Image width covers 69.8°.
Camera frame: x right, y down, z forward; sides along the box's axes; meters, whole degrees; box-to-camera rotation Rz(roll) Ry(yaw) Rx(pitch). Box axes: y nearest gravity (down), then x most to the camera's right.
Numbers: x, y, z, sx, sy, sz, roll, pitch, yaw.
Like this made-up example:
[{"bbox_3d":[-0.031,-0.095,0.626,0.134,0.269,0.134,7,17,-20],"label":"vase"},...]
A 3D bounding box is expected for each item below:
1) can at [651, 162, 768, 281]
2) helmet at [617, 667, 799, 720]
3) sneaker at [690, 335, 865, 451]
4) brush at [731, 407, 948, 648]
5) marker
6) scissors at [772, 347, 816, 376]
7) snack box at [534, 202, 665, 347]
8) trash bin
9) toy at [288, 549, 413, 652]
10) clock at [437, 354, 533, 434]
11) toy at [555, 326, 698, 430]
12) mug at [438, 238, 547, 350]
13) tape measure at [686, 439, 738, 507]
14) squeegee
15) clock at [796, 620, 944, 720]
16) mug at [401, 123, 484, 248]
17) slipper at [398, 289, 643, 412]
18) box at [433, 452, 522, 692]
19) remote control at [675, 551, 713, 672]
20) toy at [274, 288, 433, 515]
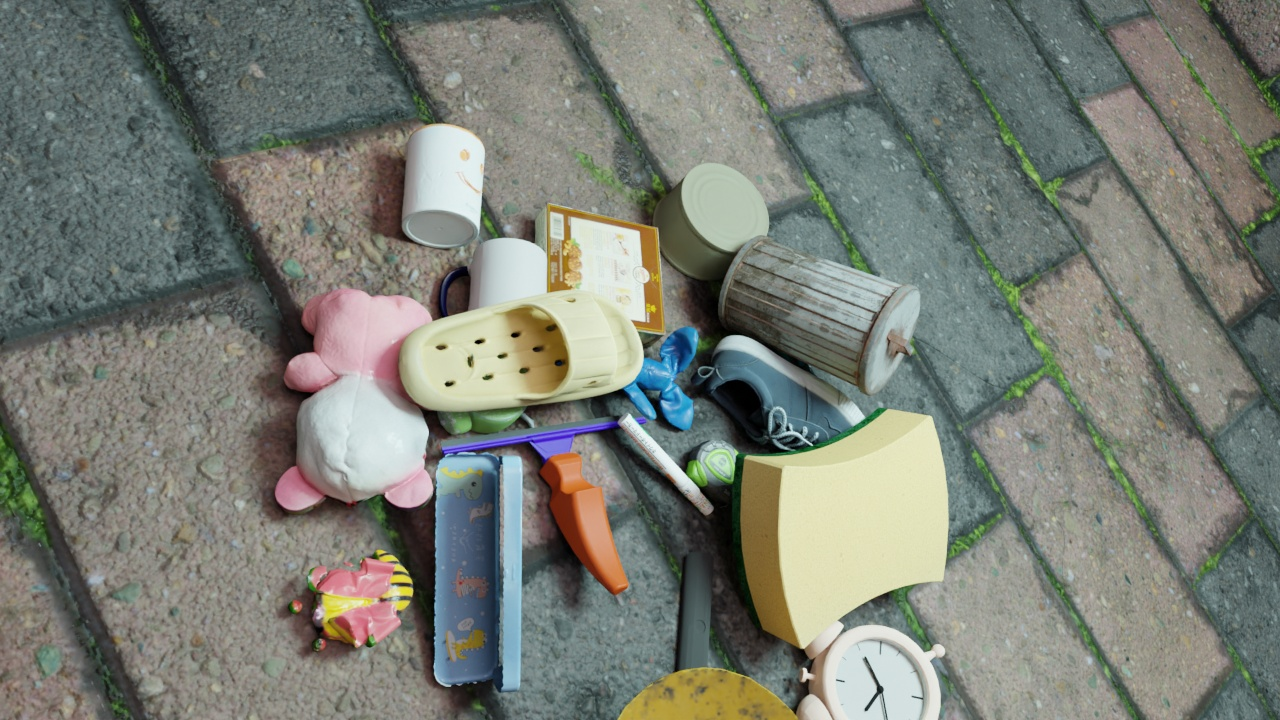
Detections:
[{"bbox_3d":[0.087,-0.171,1.134,0.127,0.073,0.127,12,63,-24],"label":"can"},{"bbox_3d":[0.066,0.402,0.826,0.205,0.131,0.255,-12,79,0],"label":"helmet"},{"bbox_3d":[0.168,0.064,1.066,0.235,0.089,0.087,34,53,-5],"label":"sneaker"},{"bbox_3d":[0.221,0.173,0.997,0.249,0.075,0.195,-14,102,-31],"label":"brush"},{"bbox_3d":[0.029,0.114,0.994,0.145,0.017,0.017,48,54,-14],"label":"marker"},{"bbox_3d":[0.199,0.007,1.148,0.131,0.019,0.149,32,56,-12],"label":"scissors"},{"bbox_3d":[-0.047,-0.095,1.046,0.146,0.041,0.143,8,65,-25],"label":"snack box"},{"bbox_3d":[0.211,-0.053,1.056,0.211,0.131,0.130,26,48,29],"label":"trash bin"},{"bbox_3d":[-0.245,0.209,0.801,0.103,0.046,0.084,-27,69,-39],"label":"toy"},{"bbox_3d":[-0.160,0.030,0.928,0.119,0.043,0.094,3,66,-27],"label":"clock"},{"bbox_3d":[-0.006,0.006,1.002,0.176,0.071,0.112,15,82,-19],"label":"toy"},{"bbox_3d":[-0.155,-0.066,0.960,0.112,0.079,0.096,-1,66,1],"label":"mug"},{"bbox_3d":[0.082,0.121,1.024,0.065,0.036,0.058,42,64,-10],"label":"tape measure"},{"bbox_3d":[-0.061,0.149,0.918,0.249,0.055,0.184,-6,56,-39],"label":"squeegee"},{"bbox_3d":[0.244,0.357,0.988,0.160,0.086,0.130,17,61,-11],"label":"clock"},{"bbox_3d":[-0.209,-0.184,0.974,0.082,0.082,0.105,10,65,-25],"label":"mug"},{"bbox_3d":[-0.097,-0.015,0.870,0.260,0.079,0.111,-10,80,-34],"label":"slipper"},{"bbox_3d":[-0.148,0.187,0.821,0.079,0.073,0.210,2,85,-14],"label":"box"},{"bbox_3d":[0.058,0.273,0.952,0.033,0.015,0.146,17,61,-21],"label":"remote control"},{"bbox_3d":[-0.257,0.037,0.843,0.142,0.084,0.212,5,68,-13],"label":"toy"}]
